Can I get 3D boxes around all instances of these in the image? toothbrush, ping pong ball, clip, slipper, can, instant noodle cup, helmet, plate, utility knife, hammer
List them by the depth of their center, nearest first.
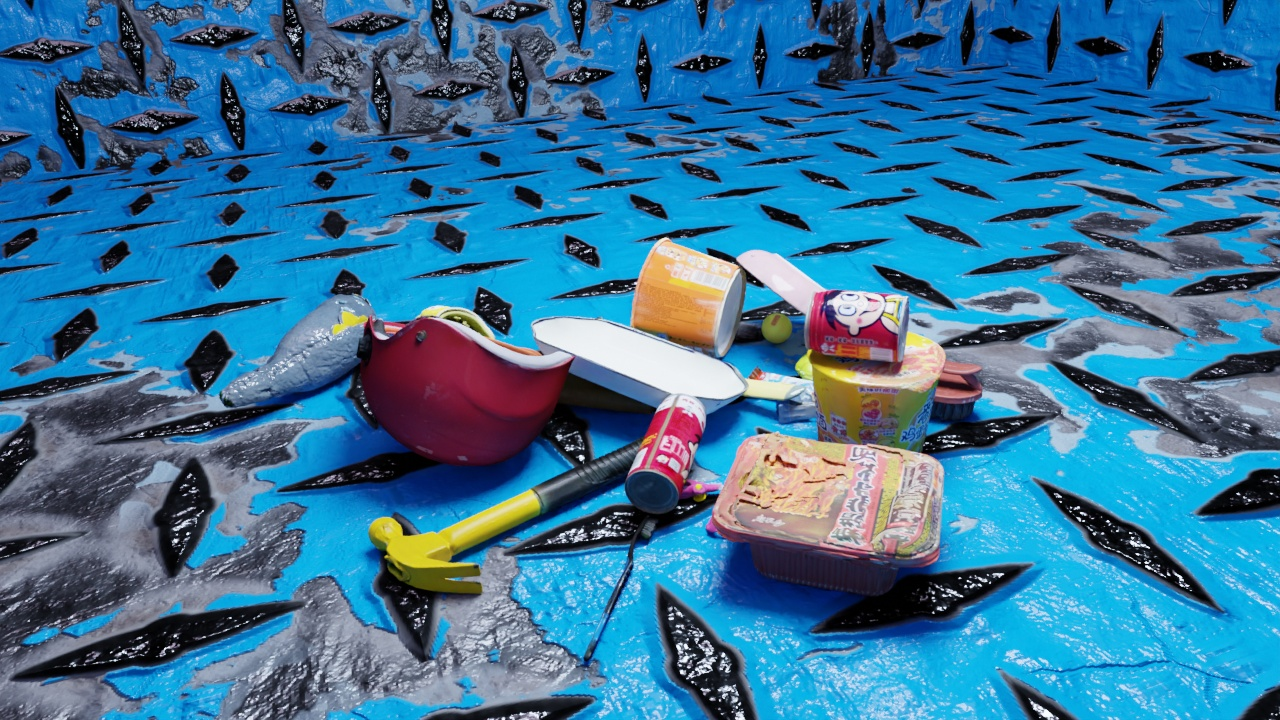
[{"bbox_3d":[-0.015,0.190,0.786,0.016,0.014,0.189,25,31,3],"label":"toothbrush"},{"bbox_3d":[0.164,0.135,0.802,0.189,0.079,0.164,7,27,18],"label":"instant noodle cup"},{"bbox_3d":[-0.100,0.137,0.883,0.299,0.033,0.129,-22,32,-33],"label":"hammer"},{"bbox_3d":[0.027,0.088,0.905,0.053,0.053,0.132,4,33,16],"label":"can"},{"bbox_3d":[0.215,-0.035,0.910,0.094,0.067,0.066,7,27,21],"label":"can"},{"bbox_3d":[0.241,0.042,0.952,0.138,0.110,0.137,-2,25,1],"label":"instant noodle cup"},{"bbox_3d":[-0.202,0.035,0.973,0.206,0.144,0.240,15,-4,-42],"label":"helmet"},{"bbox_3d":[0.181,0.057,1.029,0.058,0.027,0.043,1,18,0],"label":"clip"},{"bbox_3d":[-0.006,0.006,1.060,0.266,0.034,0.161,20,19,23],"label":"plate"},{"bbox_3d":[0.110,0.027,1.077,0.190,0.020,0.030,12,42,42],"label":"utility knife"},{"bbox_3d":[0.209,-0.086,1.172,0.192,0.039,0.192,35,11,-8],"label":"plate"},{"bbox_3d":[0.066,-0.073,1.184,0.111,0.152,0.151,15,30,18],"label":"instant noodle cup"},{"bbox_3d":[-0.237,-0.033,1.204,0.091,0.082,0.191,-19,32,-35],"label":"slipper"},{"bbox_3d":[0.181,-0.043,1.215,0.040,0.040,0.040,-3,26,1],"label":"ping pong ball"}]

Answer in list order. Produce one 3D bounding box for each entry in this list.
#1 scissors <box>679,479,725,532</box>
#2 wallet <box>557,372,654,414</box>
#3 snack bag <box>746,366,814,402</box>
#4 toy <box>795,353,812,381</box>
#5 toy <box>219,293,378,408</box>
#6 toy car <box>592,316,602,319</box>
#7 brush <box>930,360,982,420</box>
[{"bbox_3d":[0.085,0.129,0.894,0.133,0.017,0.130,-8,25,-6],"label":"scissors"},{"bbox_3d":[-0.038,0.026,1.115,0.131,0.035,0.118,6,30,11],"label":"wallet"},{"bbox_3d":[0.173,0.033,1.075,0.104,0.026,0.048,13,45,32],"label":"snack bag"},{"bbox_3d":[0.228,0.007,1.118,0.100,0.031,0.097,-13,27,-29],"label":"toy"},{"bbox_3d":[-0.416,-0.026,1.199,0.138,0.091,0.355,-11,22,12],"label":"toy"},{"bbox_3d":[-0.063,-0.029,1.226,0.049,0.031,0.106,-12,26,-17],"label":"toy car"},{"bbox_3d":[0.308,0.023,1.030,0.146,0.069,0.063,10,29,25],"label":"brush"}]
